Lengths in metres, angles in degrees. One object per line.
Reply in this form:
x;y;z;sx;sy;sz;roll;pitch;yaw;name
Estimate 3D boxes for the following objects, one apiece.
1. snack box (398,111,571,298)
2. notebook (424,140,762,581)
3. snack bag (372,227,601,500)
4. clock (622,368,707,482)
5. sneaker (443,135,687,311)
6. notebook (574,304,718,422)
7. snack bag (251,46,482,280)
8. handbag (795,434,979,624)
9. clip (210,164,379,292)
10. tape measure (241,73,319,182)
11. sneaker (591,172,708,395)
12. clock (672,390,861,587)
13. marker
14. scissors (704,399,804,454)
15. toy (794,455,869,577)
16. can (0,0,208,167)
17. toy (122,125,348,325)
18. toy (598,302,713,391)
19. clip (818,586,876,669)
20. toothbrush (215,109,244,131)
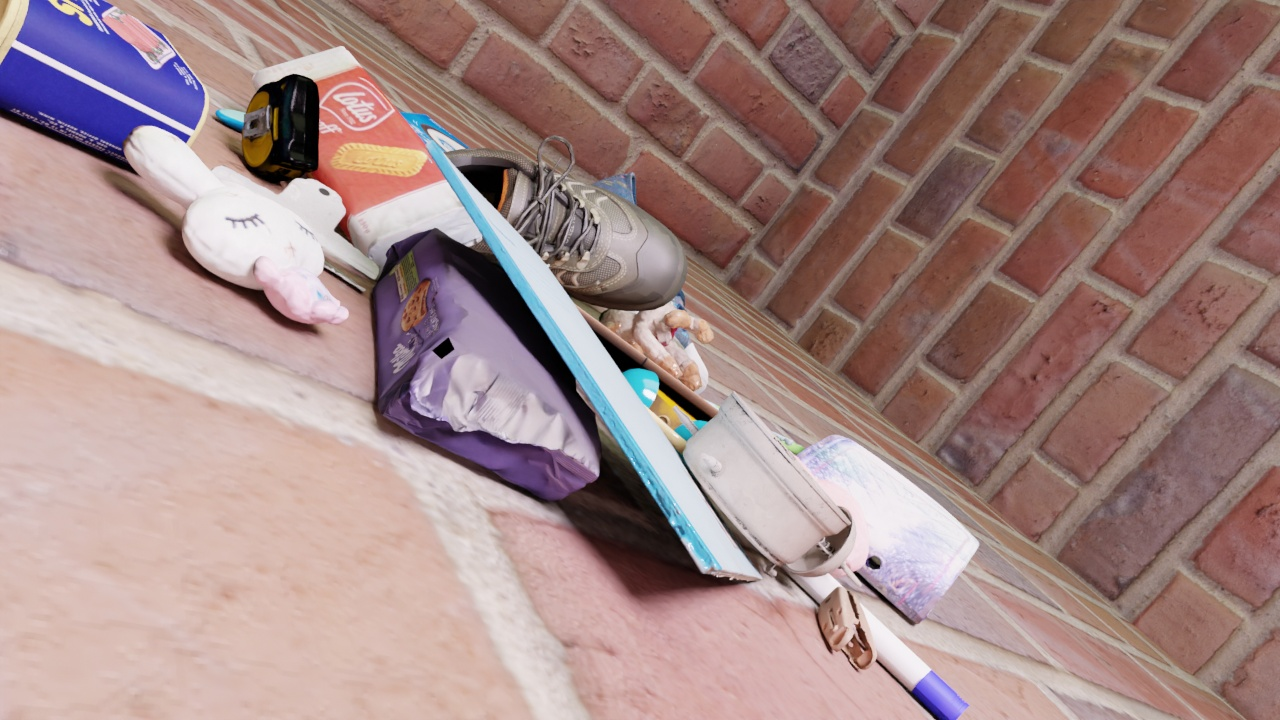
-0.155;-0.157;0.923;0.239;0.056;0.195;37;10;-10;snack box
-0.018;0.011;0.498;0.253;0.009;0.181;55;3;19;notebook
-0.083;-0.007;0.473;0.096;0.058;0.205;33;10;-28;snack bag
0.024;0.048;0.652;0.099;0.044;0.129;41;3;21;clock
-0.069;-0.111;0.694;0.238;0.101;0.143;16;-4;-6;sneaker
-0.004;0.004;0.739;0.209;0.008;0.141;36;-6;-5;notebook
-0.190;-0.142;0.624;0.225;0.077;0.041;50;-24;32;snack bag
0.190;0.139;0.765;0.158;0.069;0.126;40;24;21;handbag
-0.190;-0.085;0.524;0.101;0.046;0.055;35;23;-19;clip
-0.232;-0.147;0.587;0.061;0.061;0.034;-11;-13;41;tape measure
0.013;-0.077;0.899;0.235;0.079;0.087;61;4;3;sneaker
0.083;0.090;0.556;0.157;0.061;0.103;47;5;-18;clock
0.140;0.167;0.571;0.141;0.020;0.020;42;11;27;marker
0.084;0.054;0.806;0.171;0.023;0.172;31;-1;-45;scissors
0.122;0.106;0.664;0.105;0.053;0.108;49;16;4;toy
-0.276;-0.147;0.445;0.116;0.056;0.092;44;11;36;can
-0.181;-0.059;0.426;0.122;0.038;0.079;42;4;13;toy
0.005;-0.019;0.815;0.106;0.074;0.085;17;7;22;toy
0.124;0.159;0.540;0.052;0.026;0.059;44;12;25;clip
-0.264;-0.166;0.696;0.022;0.017;0.135;46;12;22;toothbrush
